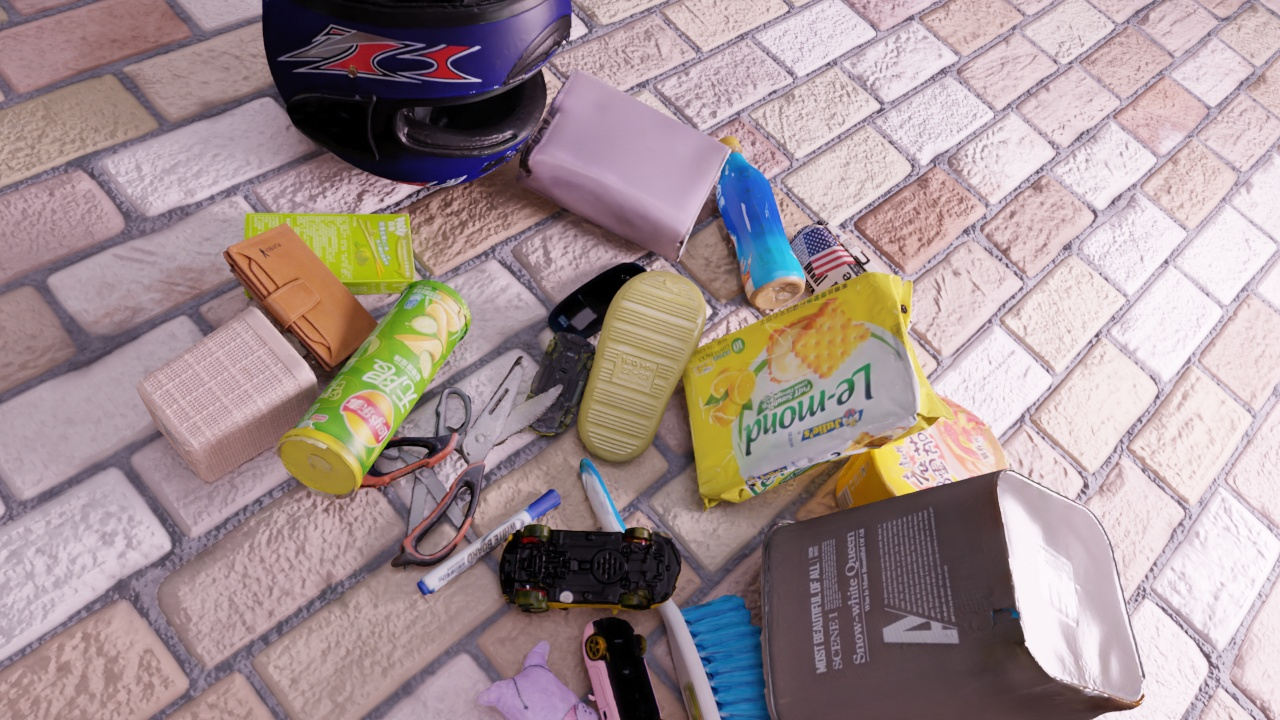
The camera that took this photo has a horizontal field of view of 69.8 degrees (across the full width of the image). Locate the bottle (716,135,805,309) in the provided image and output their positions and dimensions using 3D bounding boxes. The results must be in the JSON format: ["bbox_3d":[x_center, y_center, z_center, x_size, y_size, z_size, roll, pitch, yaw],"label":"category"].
[{"bbox_3d":[0.125,-0.163,1.032,0.065,0.065,0.218,-4,61,-19],"label":"bottle"}]

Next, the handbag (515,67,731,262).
[{"bbox_3d":[-0.019,-0.205,0.996,0.197,0.099,0.144,27,54,-1],"label":"handbag"}]

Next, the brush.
[{"bbox_3d":[0.038,0.214,0.787,0.109,0.061,0.314,-9,60,-17],"label":"brush"}]

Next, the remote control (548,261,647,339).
[{"bbox_3d":[-0.037,-0.065,0.949,0.053,0.024,0.136,45,58,13],"label":"remote control"}]

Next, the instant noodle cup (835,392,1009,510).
[{"bbox_3d":[0.260,0.115,0.875,0.138,0.110,0.137,7,57,-12],"label":"instant noodle cup"}]

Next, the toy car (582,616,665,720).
[{"bbox_3d":[-0.015,0.267,0.739,0.056,0.037,0.122,12,47,-42],"label":"toy car"}]

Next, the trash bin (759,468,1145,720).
[{"bbox_3d":[0.237,0.202,0.718,0.198,0.220,0.198,23,52,-29],"label":"trash bin"}]

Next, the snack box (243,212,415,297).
[{"bbox_3d":[-0.302,-0.104,0.893,0.156,0.026,0.085,-3,61,-18],"label":"snack box"}]

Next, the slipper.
[{"bbox_3d":[-0.005,0.005,0.886,0.091,0.082,0.190,22,82,-6],"label":"slipper"}]

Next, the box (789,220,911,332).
[{"bbox_3d":[0.225,-0.082,1.014,0.080,0.075,0.163,-30,74,-19],"label":"box"}]

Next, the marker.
[{"bbox_3d":[-0.128,0.155,0.789,0.145,0.017,0.017,-32,73,-32],"label":"marker"}]

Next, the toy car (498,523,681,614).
[{"bbox_3d":[-0.043,0.176,0.769,0.156,0.041,0.071,-1,65,4],"label":"toy car"}]

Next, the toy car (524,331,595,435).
[{"bbox_3d":[-0.079,0.024,0.879,0.048,0.032,0.105,21,67,-2],"label":"toy car"}]

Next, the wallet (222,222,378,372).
[{"bbox_3d":[-0.297,-0.057,0.811,0.132,0.031,0.107,50,19,-10],"label":"wallet"}]

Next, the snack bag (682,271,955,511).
[{"bbox_3d":[0.150,0.030,0.846,0.068,0.247,0.157,33,41,-46],"label":"snack bag"}]

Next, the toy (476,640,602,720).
[{"bbox_3d":[-0.066,0.280,0.722,0.108,0.039,0.083,41,36,12],"label":"toy"}]

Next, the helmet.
[{"bbox_3d":[-0.205,-0.289,0.894,0.316,0.241,0.246,20,55,21],"label":"helmet"}]

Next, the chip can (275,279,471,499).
[{"bbox_3d":[-0.222,0.016,0.796,0.072,0.073,0.220,25,46,0],"label":"chip can"}]

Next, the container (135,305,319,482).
[{"bbox_3d":[-0.340,0.031,0.763,0.090,0.090,0.110,45,60,12],"label":"container"}]

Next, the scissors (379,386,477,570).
[{"bbox_3d":[-0.195,0.096,0.811,0.159,0.014,0.180,22,57,-3],"label":"scissors"}]

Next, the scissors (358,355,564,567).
[{"bbox_3d":[-0.161,0.084,0.809,0.221,0.015,0.189,-3,65,-15],"label":"scissors"}]
